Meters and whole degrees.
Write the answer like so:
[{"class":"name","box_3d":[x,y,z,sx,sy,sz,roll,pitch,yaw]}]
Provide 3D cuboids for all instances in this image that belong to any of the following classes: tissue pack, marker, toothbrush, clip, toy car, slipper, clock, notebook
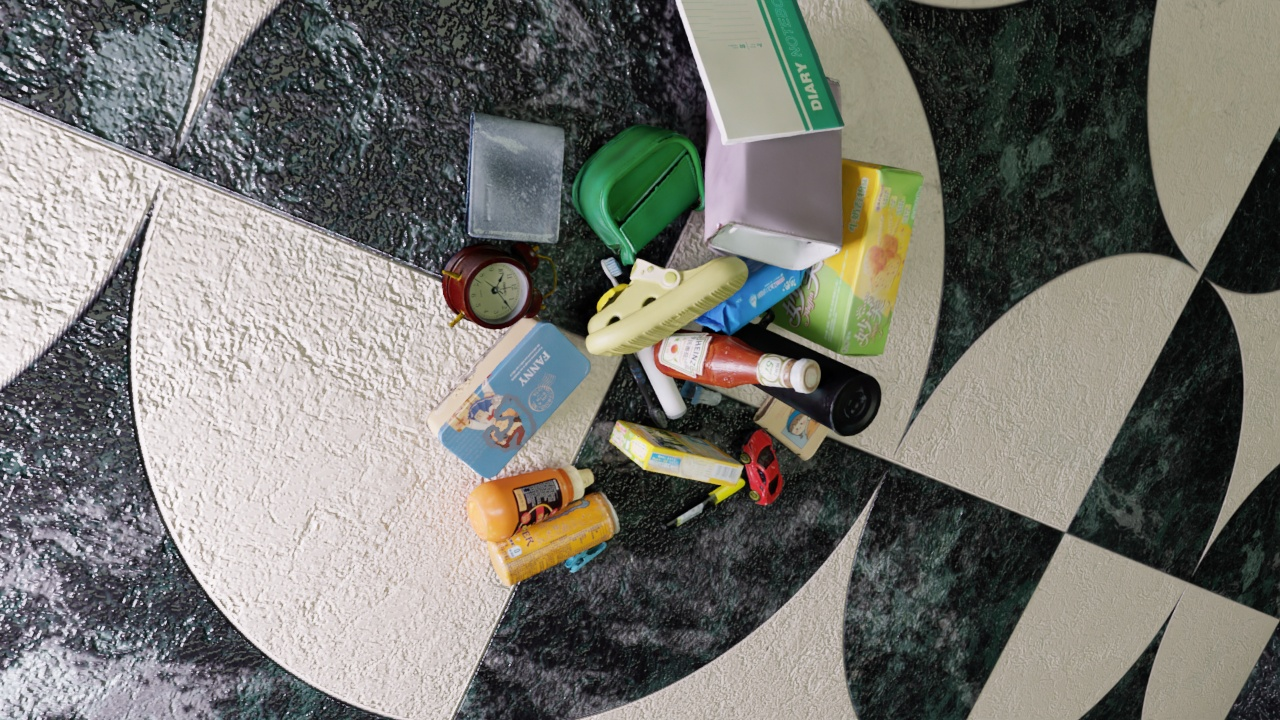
[{"class":"tissue pack","box_3d":[0.120,-0.088,1.053,0.157,0.095,0.052,-36,123,-16]},{"class":"marker","box_3d":[0.081,0.184,1.180,0.124,0.015,0.018,-30,126,-14]},{"class":"toothbrush","box_3d":[-0.006,0.006,1.063,0.014,0.016,0.189,-35,121,-19]},{"class":"clip","box_3d":[0.077,0.043,1.122,0.058,0.045,0.027,20,94,-43]},{"class":"clip","box_3d":[-0.067,0.234,1.113,0.055,0.014,0.039,-43,123,-9]},{"class":"toy car","box_3d":[0.158,0.137,1.189,0.049,0.031,0.106,-40,123,-38]},{"class":"slipper","box_3d":[0.021,-0.071,0.980,0.191,0.081,0.091,-28,165,12]},{"class":"clock","box_3d":[-0.142,-0.076,0.929,0.121,0.055,0.082,-14,114,-27]},{"class":"toothbrush","box_3d":[0.003,-0.023,1.050,0.026,0.026,0.221,-18,121,13]},{"class":"notebook","box_3d":[0.117,-0.326,0.946,0.150,0.012,0.209,-13,80,-26]}]

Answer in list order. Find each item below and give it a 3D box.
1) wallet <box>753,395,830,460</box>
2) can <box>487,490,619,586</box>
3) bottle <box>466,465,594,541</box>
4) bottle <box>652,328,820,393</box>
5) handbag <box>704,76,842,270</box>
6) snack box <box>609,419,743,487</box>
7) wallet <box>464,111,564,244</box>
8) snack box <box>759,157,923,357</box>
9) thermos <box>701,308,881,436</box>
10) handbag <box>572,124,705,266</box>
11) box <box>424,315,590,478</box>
[{"class":"wallet","box_3d":[0.209,0.072,1.207,0.115,0.024,0.087,38,92,-33]},{"class":"can","box_3d":[-0.100,0.204,1.056,0.145,0.058,0.058,-22,117,-22]},{"class":"bottle","box_3d":[-0.118,0.152,1.029,0.149,0.067,0.067,-17,115,-32]},{"class":"bottle","box_3d":[0.100,0.003,0.984,0.059,0.206,0.060,-9,104,-41]},{"class":"handbag","box_3d":[0.136,-0.207,0.977,0.144,0.099,0.196,10,73,-28]},{"class":"snack box","box_3d":[0.043,0.110,1.086,0.140,0.087,0.034,18,98,-34]},{"class":"wallet","box_3d":[-0.125,-0.179,0.910,0.097,0.019,0.121,2,92,-29]},{"class":"snack box","box_3d":[0.227,-0.126,1.061,0.070,0.158,0.210,1,108,-30]},{"class":"thermos","box_3d":[0.163,-0.002,1.018,0.068,0.242,0.090,36,89,-37]},{"class":"handbag","box_3d":[0.002,-0.177,0.974,0.131,0.068,0.120,-41,131,-13]},{"class":"box","box_3d":[-0.136,0.031,0.971,0.184,0.060,0.090,-49,125,-4]}]
